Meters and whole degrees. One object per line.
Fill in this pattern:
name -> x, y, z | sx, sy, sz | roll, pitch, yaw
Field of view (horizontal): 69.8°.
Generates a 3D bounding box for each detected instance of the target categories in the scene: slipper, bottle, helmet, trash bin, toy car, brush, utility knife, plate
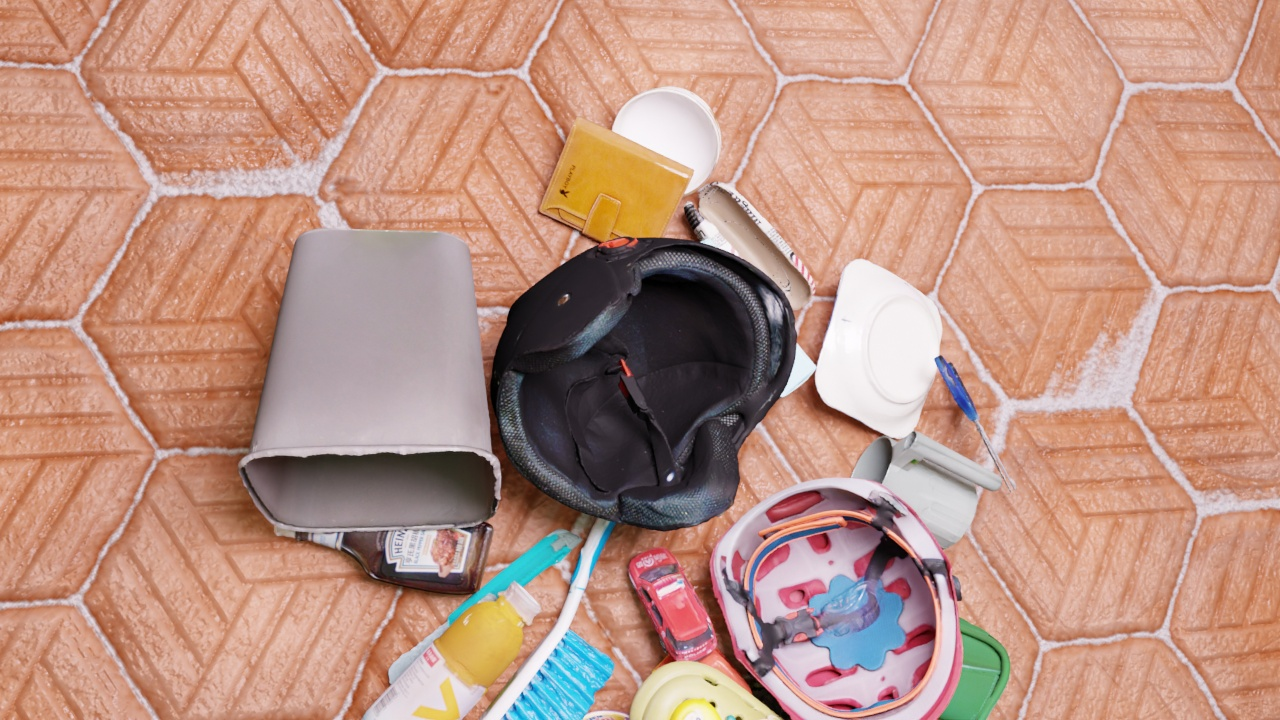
slipper -> 0.084, 0.331, 0.790 | 0.190, 0.082, 0.091 | 32, 75, -7
bottle -> -0.169, 0.284, 0.835 | 0.068, 0.068, 0.189 | 44, 80, -1
helmet -> 0.194, 0.236, 0.855 | 0.207, 0.144, 0.239 | -29, 62, 11
trash bin -> -0.222, 0.019, 0.798 | 0.198, 0.199, 0.219 | 1, 63, -11
toy car -> 0.029, 0.227, 0.871 | 0.053, 0.045, 0.120 | -21, 45, -16
brush -> -0.064, 0.260, 0.873 | 0.109, 0.061, 0.314 | 40, 74, 1
helmet -> -0.005, 0.005, 0.825 | 0.274, 0.230, 0.233 | -32, 118, -6
utility knife -> -0.149, 0.233, 0.879 | 0.221, 0.013, 0.029 | -38, 89, -13
bottle -> -0.239, 0.166, 0.859 | 0.195, 0.044, 0.079 | 14, 75, -7
plate -> 0.259, -0.011, 0.949 | 0.163, 0.034, 0.164 | 24, 77, -30
toy car -> 0.152, 0.331, 0.909 | 0.105, 0.032, 0.048 | -14, 84, 0

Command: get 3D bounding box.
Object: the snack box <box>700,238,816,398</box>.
snack box -> 0.097, -0.037, 0.933 | 0.051, 0.074, 0.175 | -39, 90, -13

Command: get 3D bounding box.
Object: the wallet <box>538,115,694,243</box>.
wallet -> -0.028, -0.168, 0.938 | 0.130, 0.035, 0.119 | 25, 106, -1

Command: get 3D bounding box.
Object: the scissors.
scissors -> 0.341, 0.057, 0.939 | 0.012, 0.162, 0.176 | -30, 116, 19

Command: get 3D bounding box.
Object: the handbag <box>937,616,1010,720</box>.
handbag -> 0.291, 0.310, 0.923 | 0.131, 0.068, 0.120 | 23, 85, -7

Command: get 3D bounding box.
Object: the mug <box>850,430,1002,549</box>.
mug -> 0.283, 0.126, 0.919 | 0.103, 0.124, 0.083 | 27, 51, -7

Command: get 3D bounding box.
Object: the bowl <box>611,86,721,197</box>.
bowl -> 0.030, -0.230, 0.948 | 0.113, 0.062, 0.114 | 6, 122, 10

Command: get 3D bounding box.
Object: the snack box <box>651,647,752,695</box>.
snack box -> 0.054, 0.317, 0.868 | 0.091, 0.080, 0.082 | -43, 90, -13

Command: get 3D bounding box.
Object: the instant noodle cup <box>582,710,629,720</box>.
instant noodle cup -> -0.025, 0.384, 0.835 | 0.111, 0.099, 0.111 | 2, 79, -10

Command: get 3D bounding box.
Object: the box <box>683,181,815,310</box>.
box -> 0.118, -0.117, 0.956 | 0.081, 0.075, 0.163 | -43, 89, -3
